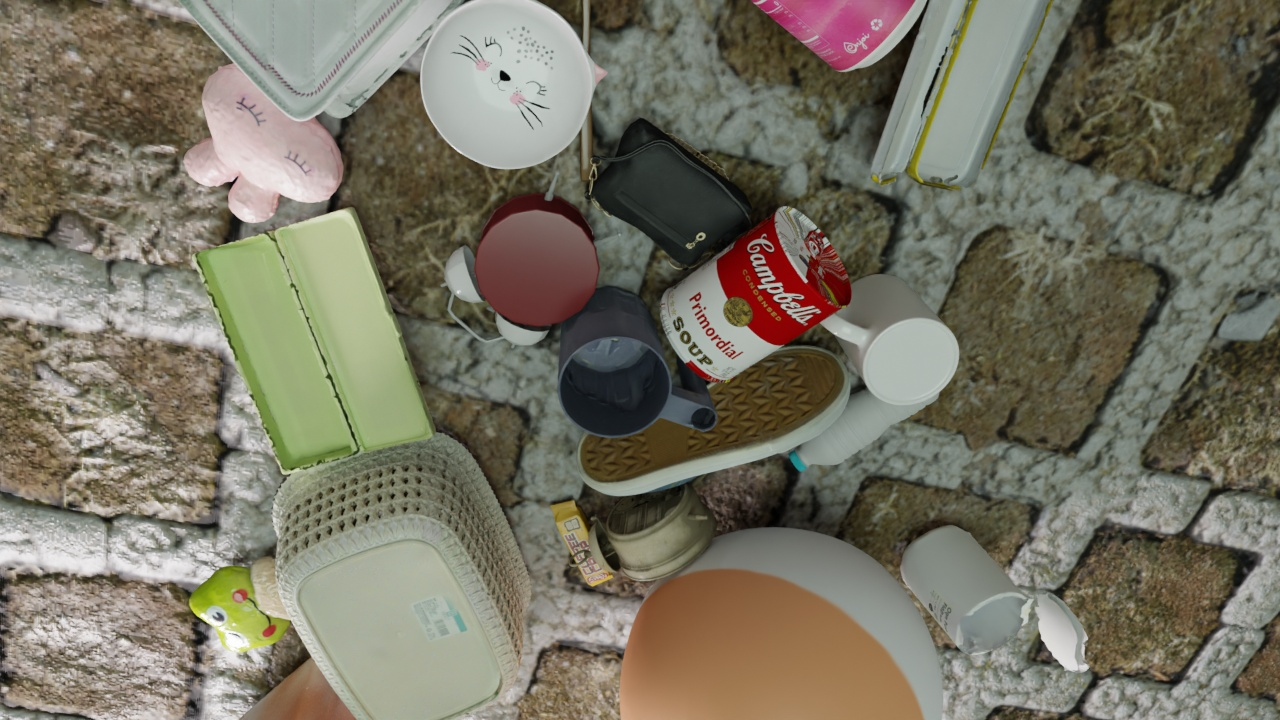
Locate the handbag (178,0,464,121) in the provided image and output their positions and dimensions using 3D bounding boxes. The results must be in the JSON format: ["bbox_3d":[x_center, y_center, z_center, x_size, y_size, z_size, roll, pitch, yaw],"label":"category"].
[{"bbox_3d":[-0.183,-0.262,0.572,0.199,0.096,0.142,-39,100,15],"label":"handbag"}]

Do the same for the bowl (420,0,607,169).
[{"bbox_3d":[-0.091,-0.195,0.633,0.114,0.050,0.115,-2,119,-3],"label":"bowl"}]

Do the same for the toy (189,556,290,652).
[{"bbox_3d":[-0.338,0.215,0.825,0.118,0.043,0.092,-24,115,5],"label":"toy"}]

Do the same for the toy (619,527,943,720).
[{"bbox_3d":[0.110,0.284,0.765,0.263,0.279,0.266,-11,109,35],"label":"toy"}]

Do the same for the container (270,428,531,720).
[{"bbox_3d":[-0.195,0.189,0.769,0.184,0.143,0.252,-21,117,-4],"label":"container"}]

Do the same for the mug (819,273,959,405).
[{"bbox_3d":[0.183,-0.025,0.723,0.110,0.090,0.074,21,113,-15],"label":"mug"}]

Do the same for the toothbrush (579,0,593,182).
[{"bbox_3d":[-0.041,-0.209,0.652,0.016,0.016,0.167,-2,116,-5],"label":"toothbrush"}]

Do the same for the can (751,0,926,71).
[{"bbox_3d":[0.103,-0.268,0.594,0.166,0.088,0.088,32,110,-19],"label":"can"}]

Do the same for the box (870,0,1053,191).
[{"bbox_3d":[0.228,-0.222,0.644,0.128,0.045,0.210,-5,122,-38],"label":"box"}]

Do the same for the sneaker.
[{"bbox_3d":[0.065,0.064,0.769,0.235,0.087,0.079,-21,149,1],"label":"sneaker"}]

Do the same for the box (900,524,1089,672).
[{"bbox_3d":[0.311,0.219,0.820,0.094,0.165,0.084,-11,123,-12],"label":"box"}]

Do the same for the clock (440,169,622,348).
[{"bbox_3d":[-0.087,-0.070,0.700,0.138,0.048,0.096,-41,113,15],"label":"clock"}]

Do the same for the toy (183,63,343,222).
[{"bbox_3d":[-0.269,-0.146,0.647,0.105,0.053,0.108,-34,117,28],"label":"toy"}]

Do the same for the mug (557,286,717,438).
[{"bbox_3d":[-0.004,0.004,0.714,0.124,0.104,0.084,18,113,-14],"label":"mug"}]

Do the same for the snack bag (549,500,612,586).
[{"bbox_3d":[-0.053,0.169,0.840,0.026,0.020,0.099,-20,116,6],"label":"snack bag"}]

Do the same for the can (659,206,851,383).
[{"bbox_3d":[0.085,-0.047,0.688,0.086,0.086,0.117,41,125,-22],"label":"can"}]

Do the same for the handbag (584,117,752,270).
[{"bbox_3d":[0.020,-0.120,0.683,0.128,0.054,0.079,32,114,-22],"label":"handbag"}]

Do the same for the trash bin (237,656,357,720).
[{"bbox_3d":[-0.274,0.405,0.807,0.157,0.259,0.181,-42,112,13],"label":"trash bin"}]

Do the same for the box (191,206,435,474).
[{"bbox_3d":[-0.246,-0.012,0.704,0.138,0.030,0.187,-16,105,9],"label":"box"}]

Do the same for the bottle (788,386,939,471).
[{"bbox_3d":[0.188,0.050,0.787,0.136,0.044,0.044,-36,114,13],"label":"bottle"}]

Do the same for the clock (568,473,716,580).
[{"bbox_3d":[-0.003,0.147,0.797,0.141,0.092,0.054,-24,110,14],"label":"clock"}]
